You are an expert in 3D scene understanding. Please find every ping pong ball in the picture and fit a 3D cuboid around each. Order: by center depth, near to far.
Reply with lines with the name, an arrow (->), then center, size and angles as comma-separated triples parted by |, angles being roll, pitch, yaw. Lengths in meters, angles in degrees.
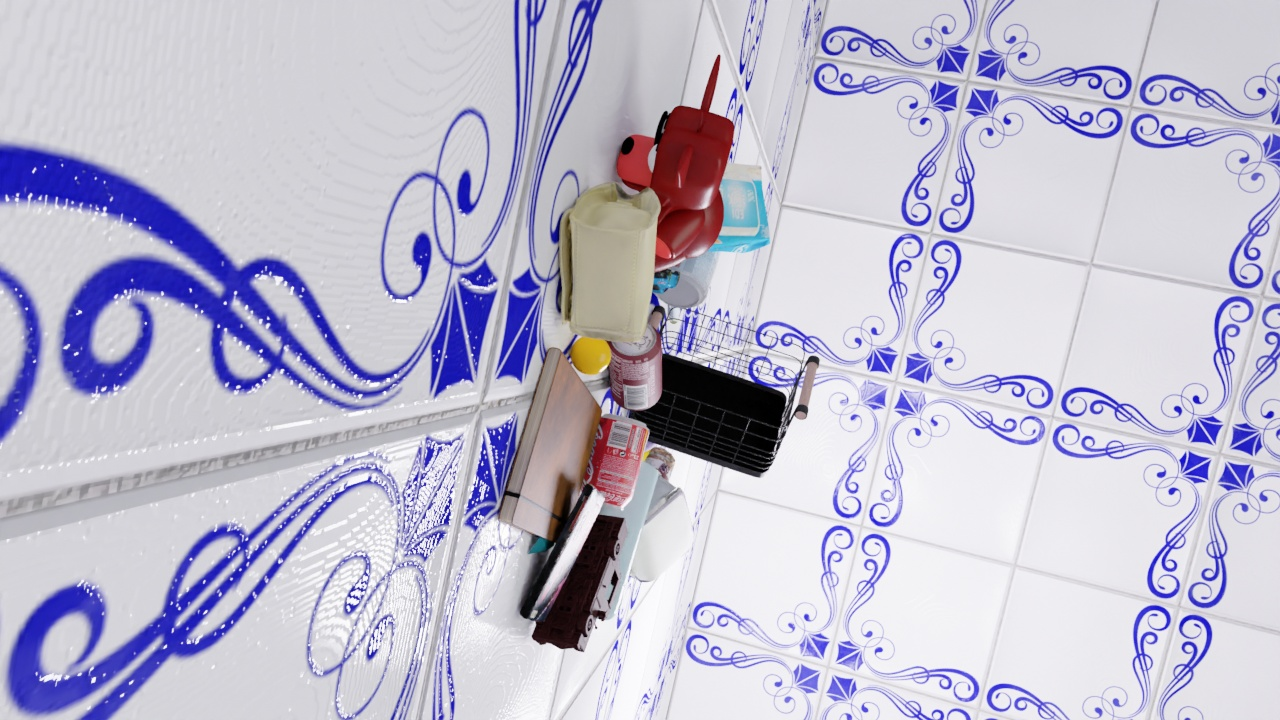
ping pong ball -> -0.049, -0.005, 0.908 | 0.040, 0.040, 0.040 | 14, 89, -79

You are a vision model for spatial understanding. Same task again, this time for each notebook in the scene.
notebook -> -0.084, 0.106, 0.928 | 0.249, 0.014, 0.178 | 67, 37, -72

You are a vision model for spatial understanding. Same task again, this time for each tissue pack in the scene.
tissue pack -> 0.093, -0.195, 1.165 | 0.208, 0.066, 0.117 | -10, 95, -52

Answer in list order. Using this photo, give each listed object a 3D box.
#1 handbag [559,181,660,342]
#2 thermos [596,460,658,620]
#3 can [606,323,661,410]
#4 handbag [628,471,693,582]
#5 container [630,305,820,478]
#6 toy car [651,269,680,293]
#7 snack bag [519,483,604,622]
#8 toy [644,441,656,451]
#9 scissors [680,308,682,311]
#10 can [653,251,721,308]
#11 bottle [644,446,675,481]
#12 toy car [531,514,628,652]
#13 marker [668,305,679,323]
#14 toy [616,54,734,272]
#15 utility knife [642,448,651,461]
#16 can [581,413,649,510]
handbag -> -0.026, -0.090, 0.842 | 0.111, 0.081, 0.119 | -74, 170, -58
thermos -> -0.034, 0.232, 1.201 | 0.078, 0.065, 0.206 | 39, 58, -40
can -> -0.006, 0.006, 1.081 | 0.114, 0.063, 0.063 | 88, 19, -54
handbag -> -0.012, 0.258, 1.321 | 0.175, 0.074, 0.151 | -39, 140, -23
container -> 0.109, 0.038, 1.282 | 0.130, 0.241, 0.162 | 103, 8, -48
toy car -> 0.018, -0.100, 1.124 | 0.105, 0.048, 0.032 | -24, 125, -78
snack bag -> -0.082, 0.205, 0.977 | 0.155, 0.018, 0.074 | -64, 166, -12
toy -> 0.022, 0.095, 1.354 | 0.080, 0.036, 0.099 | -36, -160, 45
scissors -> 0.081, -0.158, 1.356 | 0.141, 0.014, 0.172 | -95, -160, -56
can -> 0.067, -0.142, 1.242 | 0.078, 0.078, 0.135 | 87, 19, -55
bottle -> 0.015, 0.191, 1.429 | 0.056, 0.056, 0.105 | 92, 15, -46
toy car -> -0.065, 0.261, 1.060 | 0.062, 0.070, 0.169 | 76, 27, -42
marker -> 0.051, -0.106, 1.371 | 0.147, 0.017, 0.017 | 90, 17, -52
toy -> 0.036, -0.186, 0.928 | 0.198, 0.120, 0.158 | 104, 7, -62
utility knife -> 0.009, 0.130, 1.422 | 0.175, 0.017, 0.030 | -47, 119, -67
can -> -0.031, 0.120, 1.086 | 0.064, 0.064, 0.104 | 55, 49, -76
